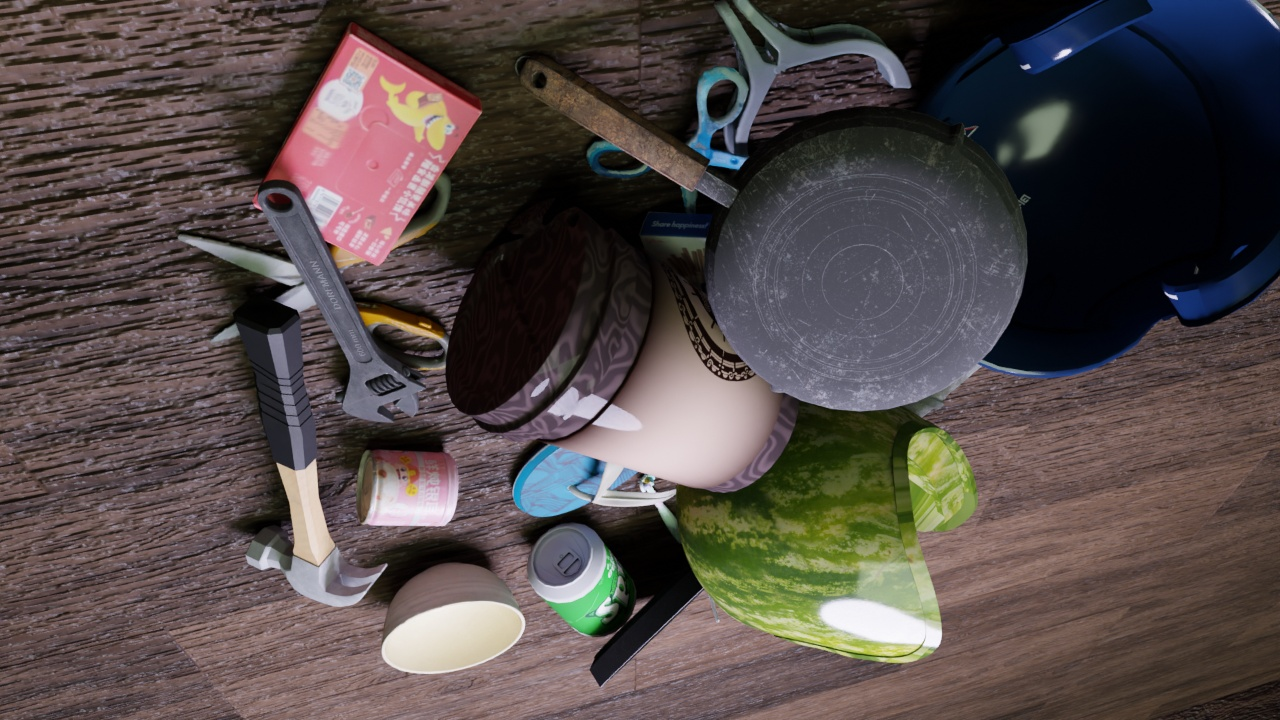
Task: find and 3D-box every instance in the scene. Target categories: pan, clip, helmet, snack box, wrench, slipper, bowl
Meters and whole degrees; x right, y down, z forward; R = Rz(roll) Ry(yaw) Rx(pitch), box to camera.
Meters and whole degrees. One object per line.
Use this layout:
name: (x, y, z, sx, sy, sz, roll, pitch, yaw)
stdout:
pan: (0.073, -0.093, 0.576, 0.357, 0.040, 0.208, 30, 115, -3)
clip: (0.119, -0.188, 0.644, 0.165, 0.032, 0.165, -9, 139, -15)
helmet: (0.147, 0.133, 0.808, 0.248, 0.212, 0.243, -13, 119, 39)
snack box: (-0.172, -0.130, 0.575, 0.089, 0.021, 0.133, 27, 119, -29)
pan: (0.077, 0.244, 1.064, 0.356, 0.034, 0.225, -44, 167, 0)
snack box: (0.059, -0.059, 0.734, 0.082, 0.026, 0.150, 6, 149, 23)
wrench: (-0.212, -0.028, 0.656, 0.073, 0.018, 0.274, -7, 146, -1)
helmet: (0.283, -0.114, 0.640, 0.272, 0.232, 0.223, -38, -173, -14)
slipper: (0.005, 0.085, 0.885, 0.295, 0.060, 0.118, -27, 137, 8)
bowl: (-0.205, 0.267, 0.988, 0.150, 0.075, 0.151, -12, 141, -10)

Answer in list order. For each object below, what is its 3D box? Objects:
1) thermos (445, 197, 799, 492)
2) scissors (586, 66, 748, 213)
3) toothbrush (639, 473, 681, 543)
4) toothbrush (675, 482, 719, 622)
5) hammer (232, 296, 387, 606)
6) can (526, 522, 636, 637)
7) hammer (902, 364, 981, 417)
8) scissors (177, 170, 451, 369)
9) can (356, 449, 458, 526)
thermos: (-0.004, 0.004, 0.680, 0.226, 0.172, 0.173, 27, 122, -34)
scissors: (0.028, -0.149, 0.640, 0.140, 0.011, 0.134, -2, 147, 0)
toothbrush: (0.028, 0.169, 1.022, 0.022, 0.015, 0.155, -51, 144, -18)
toothbrush: (0.054, 0.168, 0.904, 0.010, 0.181, 0.010, -3, 150, -23)
hammer: (-0.276, 0.087, 0.739, 0.131, 0.039, 0.329, 21, 133, 13)
can: (-0.063, 0.243, 1.012, 0.088, 0.087, 0.140, -23, 141, 3)
hammer: (0.180, -0.059, 0.789, 0.326, 0.079, 0.177, 21, 126, -32)
scissors: (-0.207, -0.060, 0.661, 0.225, 0.016, 0.230, 25, 124, -39)
can: (-0.208, 0.114, 0.818, 0.076, 0.067, 0.067, 6, 134, -28)
